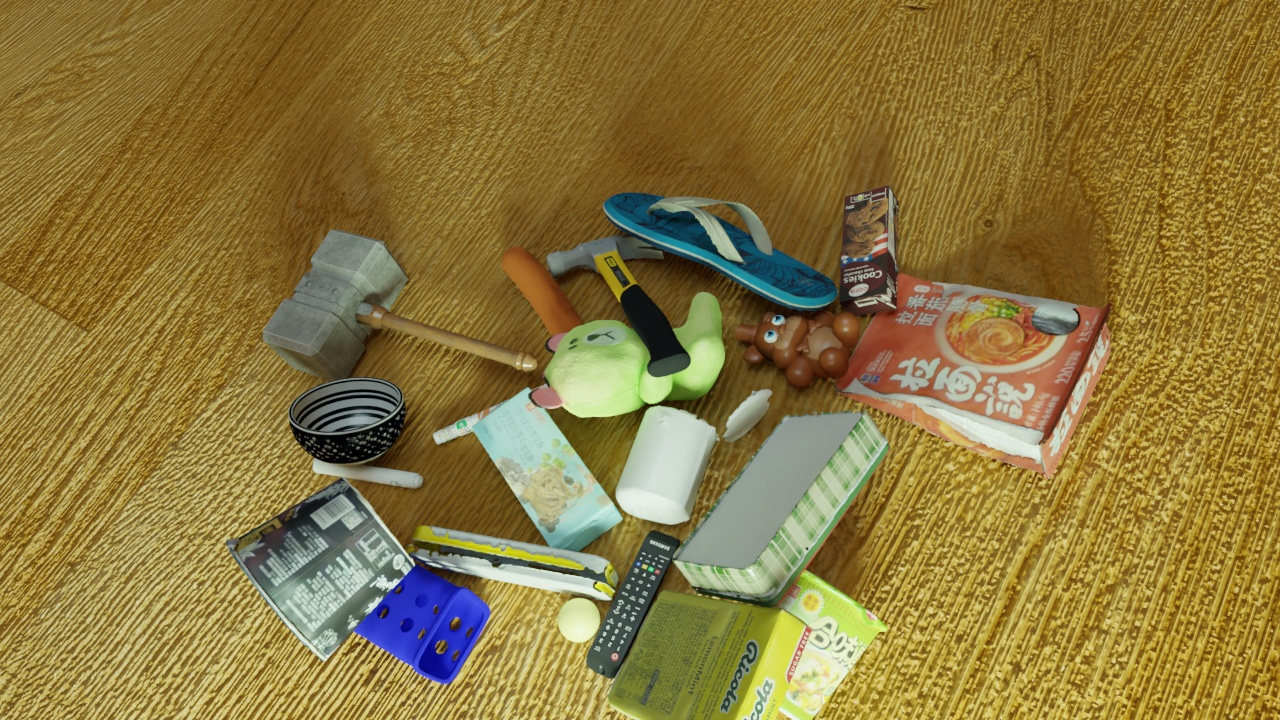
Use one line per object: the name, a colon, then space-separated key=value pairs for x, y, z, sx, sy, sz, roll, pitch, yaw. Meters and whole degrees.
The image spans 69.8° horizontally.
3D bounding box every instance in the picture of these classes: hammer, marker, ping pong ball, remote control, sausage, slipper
hammer: x=-0.254 y=-0.036 z=1.046 sx=0.318 sy=0.083 sz=0.162 roll=16 pitch=66 yaw=22
marker: x=-0.158 y=0.057 z=1.008 sx=0.145 sy=0.017 sz=0.017 roll=-23 pitch=58 yaw=0
ping pong ball: x=-0.058 y=0.244 z=0.862 sx=0.040 sy=0.040 sz=0.040 roll=-6 pitch=59 yaw=10
hammer: x=-0.009 y=-0.065 z=0.951 sx=0.127 sy=0.029 sz=0.323 roll=-18 pitch=29 yaw=-7
remote control: x=-0.005 y=0.227 z=0.868 sx=0.033 sy=0.015 sz=0.146 roll=17 pitch=63 yaw=24
sausage: x=-0.113 y=-0.076 z=1.058 sx=0.039 sy=0.045 sz=0.164 roll=-19 pitch=54 yaw=-28
marker: x=-0.298 y=0.123 z=1.003 sx=0.134 sy=0.020 sz=0.017 roll=6 pitch=53 yaw=17
slipper: x=0.090 y=-0.141 z=1.007 sx=0.295 sy=0.060 sz=0.118 roll=31 pitch=33 yaw=29

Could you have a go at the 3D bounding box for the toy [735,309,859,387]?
toy: x=0.159 y=-0.022 z=0.950 sx=0.128 sy=0.065 sz=0.094 roll=16 pitch=62 yaw=27

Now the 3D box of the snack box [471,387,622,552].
snack box: x=-0.097 y=0.114 z=0.940 sx=0.075 sy=0.053 sz=0.174 roll=-35 pitch=60 yaw=-8

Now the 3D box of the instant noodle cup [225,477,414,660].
instant noodle cup: x=-0.273 y=0.177 z=0.809 sx=0.112 sy=0.137 sz=0.137 roll=-39 pitch=59 yaw=-20

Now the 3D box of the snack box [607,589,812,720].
snack box: x=0.052 y=0.261 z=0.771 sx=0.181 sy=0.045 sz=0.121 roll=-12 pitch=46 yaw=58

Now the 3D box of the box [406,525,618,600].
box: x=-0.125 y=0.199 z=0.890 sx=0.210 sy=0.064 sz=0.037 roll=6 pitch=62 yaw=17

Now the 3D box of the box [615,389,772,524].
box: x=0.055 y=0.088 z=0.903 sx=0.126 sy=0.084 sz=0.155 roll=11 pitch=67 yaw=19

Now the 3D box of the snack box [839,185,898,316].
snack box: x=0.248 y=-0.119 z=0.991 sx=0.051 sy=0.031 sz=0.140 roll=-10 pitch=56 yaw=32

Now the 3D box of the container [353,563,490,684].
container: x=-0.221 y=0.241 z=0.878 sx=0.114 sy=0.085 sz=0.084 roll=20 pitch=67 yaw=25

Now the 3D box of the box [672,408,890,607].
box: x=0.128 y=0.127 z=0.827 sx=0.205 sy=0.051 sz=0.118 roll=-46 pitch=18 yaw=-31

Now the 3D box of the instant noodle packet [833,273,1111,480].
instant noodle packet: x=0.324 y=0.000 z=0.909 sx=0.221 sy=0.084 sz=0.164 roll=20 pitch=67 yaw=36

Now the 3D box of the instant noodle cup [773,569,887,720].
instant noodle cup: x=0.140 y=0.246 z=0.786 sx=0.099 sy=0.099 sz=0.108 roll=30 pitch=80 yaw=27

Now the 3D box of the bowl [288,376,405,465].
bowl: x=-0.315 y=0.075 z=1.000 sx=0.120 sy=0.066 sz=0.120 roll=-1 pitch=28 yaw=0

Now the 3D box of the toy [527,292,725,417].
toy: x=-0.006 y=0.006 z=0.950 sx=0.197 sy=0.107 sz=0.150 roll=-17 pitch=31 yaw=12
